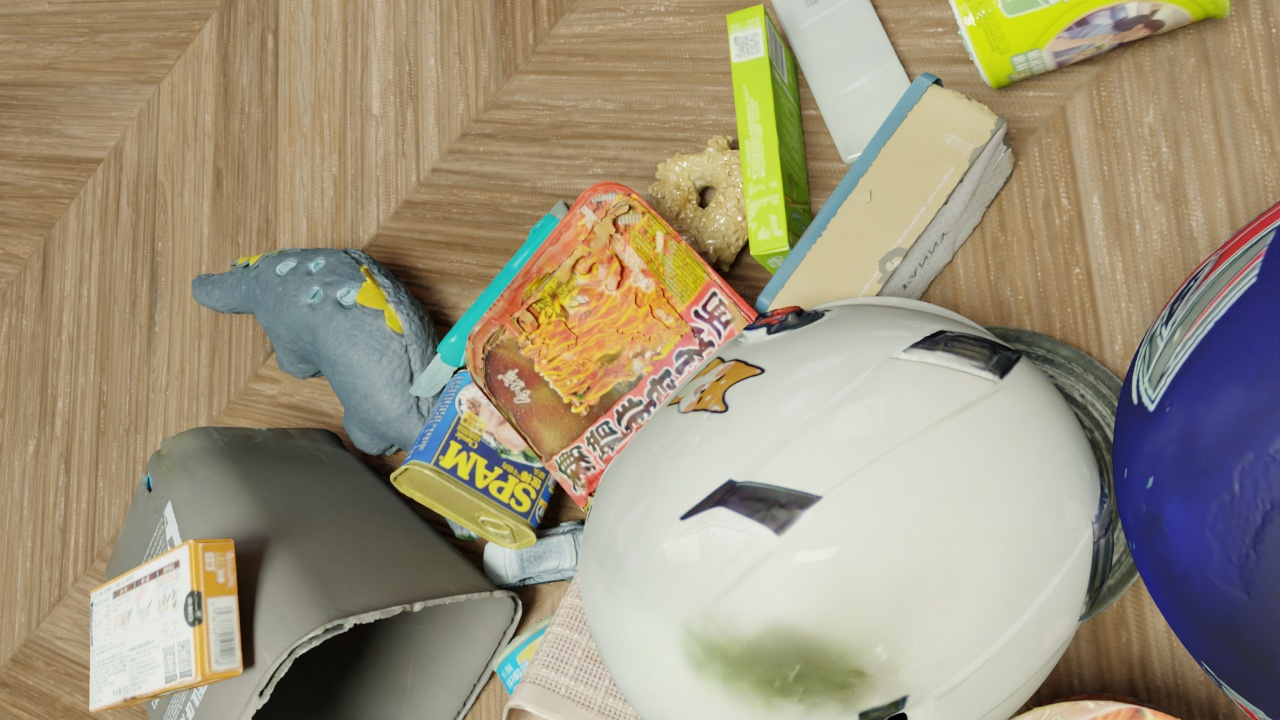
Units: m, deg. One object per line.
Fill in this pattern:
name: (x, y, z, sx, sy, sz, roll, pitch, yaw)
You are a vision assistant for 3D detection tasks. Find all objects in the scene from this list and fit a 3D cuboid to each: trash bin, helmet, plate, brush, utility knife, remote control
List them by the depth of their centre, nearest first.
helmet: (0.346, 0.020, 0.352, 0.316, 0.247, 0.240, -36, 47, 9)
helmet: (0.101, 0.087, 0.425, 0.274, 0.157, 0.230, -32, 90, -1)
plate: (0.199, 0.068, 0.528, 0.180, 0.024, 0.179, -5, 79, 24)
remote control: (0.134, -0.201, 0.603, 0.058, 0.021, 0.150, -25, 72, 20)
brush: (0.040, -0.025, 0.616, 0.083, 0.045, 0.254, 1, 86, 22)
trash bin: (-0.239, 0.170, 0.631, 0.220, 0.198, 0.199, 41, 109, 30)
utility knife: (-0.104, -0.044, 0.663, 0.029, 0.013, 0.181, 39, 73, -5)

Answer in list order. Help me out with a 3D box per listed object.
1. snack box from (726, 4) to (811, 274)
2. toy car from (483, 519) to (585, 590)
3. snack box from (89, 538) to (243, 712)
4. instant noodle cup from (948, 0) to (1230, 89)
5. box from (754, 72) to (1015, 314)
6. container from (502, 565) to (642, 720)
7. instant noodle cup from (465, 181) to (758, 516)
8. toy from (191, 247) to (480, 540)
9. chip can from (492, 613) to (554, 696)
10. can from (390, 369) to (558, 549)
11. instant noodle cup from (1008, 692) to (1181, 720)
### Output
snack box: (0.085, -0.132, 0.581, 0.026, 0.085, 0.156, -8, 79, 22)
toy car: (-0.072, 0.138, 0.644, 0.091, 0.034, 0.043, -13, 79, 25)
snack box: (-0.282, 0.157, 0.536, 0.154, 0.026, 0.075, -25, 68, 37)
instant noodle cup: (0.241, -0.214, 0.513, 0.124, 0.111, 0.111, -21, 73, 29)
box: (0.150, -0.079, 0.541, 0.061, 0.089, 0.184, 37, 96, 26)
container: (-0.018, 0.179, 0.532, 0.090, 0.090, 0.110, 23, 51, 4)
instant noodle cup: (-0.003, 0.003, 0.571, 0.165, 0.079, 0.189, -47, 75, 17)
toy: (-0.221, -0.008, 0.703, 0.356, 0.091, 0.138, 38, 109, 22)
chip can: (-0.011, 0.262, 0.574, 0.071, 0.071, 0.210, -43, 67, 13)
can: (-0.102, 0.066, 0.620, 0.057, 0.102, 0.083, -32, 29, 54)
instant noodle cup: (0.229, 0.231, 0.441, 0.152, 0.111, 0.151, -4, 80, 25)
